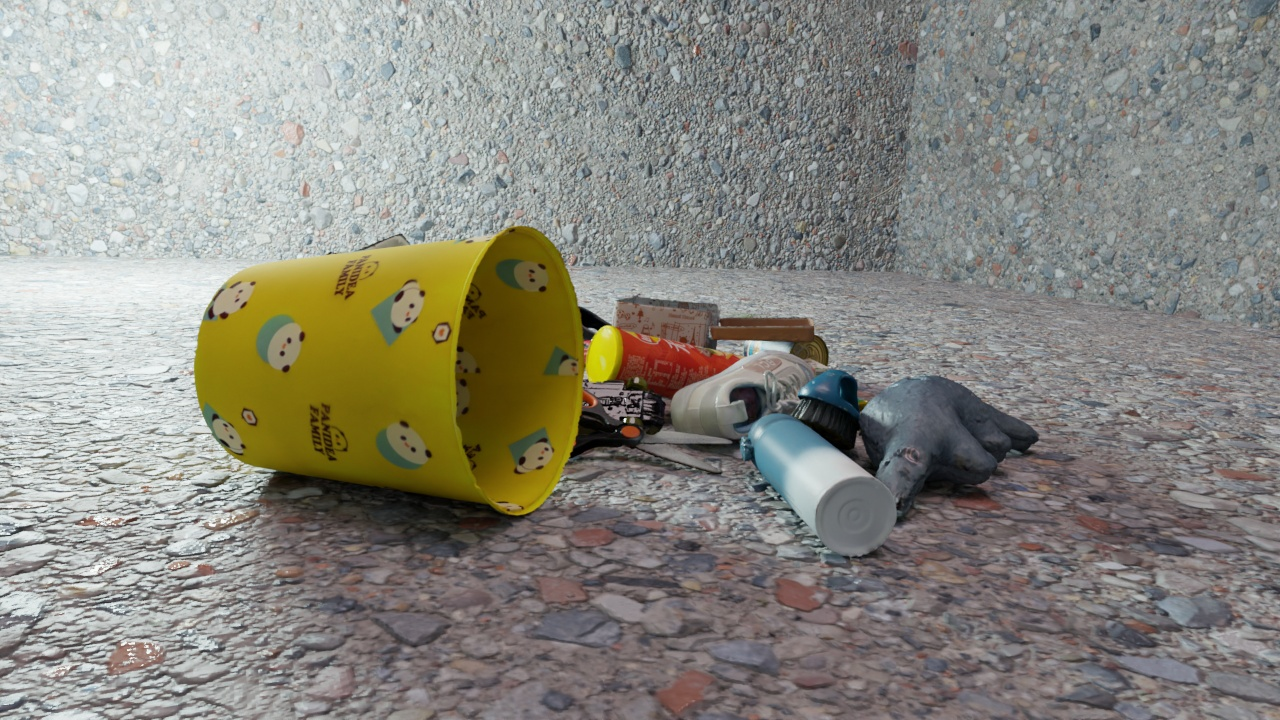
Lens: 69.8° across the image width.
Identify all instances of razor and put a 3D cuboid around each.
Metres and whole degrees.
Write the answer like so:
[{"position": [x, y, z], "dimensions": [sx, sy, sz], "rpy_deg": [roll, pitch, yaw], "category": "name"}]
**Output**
[{"position": [0.263, 0.048, 1.176], "dimensions": [0.043, 0.028, 0.132], "rpy_deg": [33, 2, -11], "category": "razor"}]

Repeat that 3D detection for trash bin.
[{"position": [-0.207, 0.007, 0.772], "dimensions": [0.256, 0.230, 0.229], "rpy_deg": [0, 9, 19], "category": "trash bin"}]

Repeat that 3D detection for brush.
[{"position": [0.197, 0.047, 0.932], "dimensions": [0.055, 0.073, 0.144], "rpy_deg": [18, -8, 27], "category": "brush"}]

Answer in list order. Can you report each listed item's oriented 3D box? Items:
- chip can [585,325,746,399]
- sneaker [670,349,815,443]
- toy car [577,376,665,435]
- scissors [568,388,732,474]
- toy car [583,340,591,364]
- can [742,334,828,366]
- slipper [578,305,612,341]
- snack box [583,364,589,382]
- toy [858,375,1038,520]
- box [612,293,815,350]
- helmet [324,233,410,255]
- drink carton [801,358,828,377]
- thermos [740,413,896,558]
[{"position": [0.047, 0.013, 1.073], "dimensions": [0.216, 0.073, 0.073], "rpy_deg": [11, 6, -29], "category": "chip can"}, {"position": [0.143, 0.036, 1.020], "dimensions": [0.091, 0.089, 0.241], "rpy_deg": [-8, 4, 43], "category": "sneaker"}, {"position": [-0.052, 0.052, 0.984], "dimensions": [0.158, 0.042, 0.070], "rpy_deg": [5, 46, 4], "category": "toy car"}, {"position": [-0.033, 0.079, 0.904], "dimensions": [0.204, 0.022, 0.225], "rpy_deg": [-24, 42, -36], "category": "scissors"}, {"position": [-0.061, -0.009, 1.140], "dimensions": [0.049, 0.031, 0.106], "rpy_deg": [-3, 11, -40], "category": "toy car"}, {"position": [0.211, -0.010, 1.348], "dimensions": [0.075, 0.075, 0.111], "rpy_deg": [-3, 12, -30], "category": "can"}, {"position": [-0.085, -0.046, 1.447], "dimensions": [0.268, 0.083, 0.110], "rpy_deg": [9, 10, 22], "category": "slipper"}, {"position": [-0.116, 0.028, 1.128], "dimensions": [0.178, 0.046, 0.182], "rpy_deg": [8, 11, 19], "category": "snack box"}, {"position": [0.291, 0.075, 0.910], "dimensions": [0.138, 0.092, 0.355], "rpy_deg": [41, 30, 26], "category": "toy"}, {"position": [0.101, -0.038, 1.232], "dimensions": [0.261, 0.082, 0.177], "rpy_deg": [5, 7, 10], "category": "box"}, {"position": [-0.343, -0.088, 1.386], "dimensions": [0.231, 0.157, 0.273], "rpy_deg": [-4, -6, 38], "category": "helmet"}, {"position": [0.190, 0.022, 1.249], "dimensions": [0.122, 0.045, 0.053], "rpy_deg": [-1, 12, -19], "category": "drink carton"}, {"position": [0.142, 0.097, 0.782], "dimensions": [0.070, 0.070, 0.220], "rpy_deg": [1, 10, -9], "category": "thermos"}]
